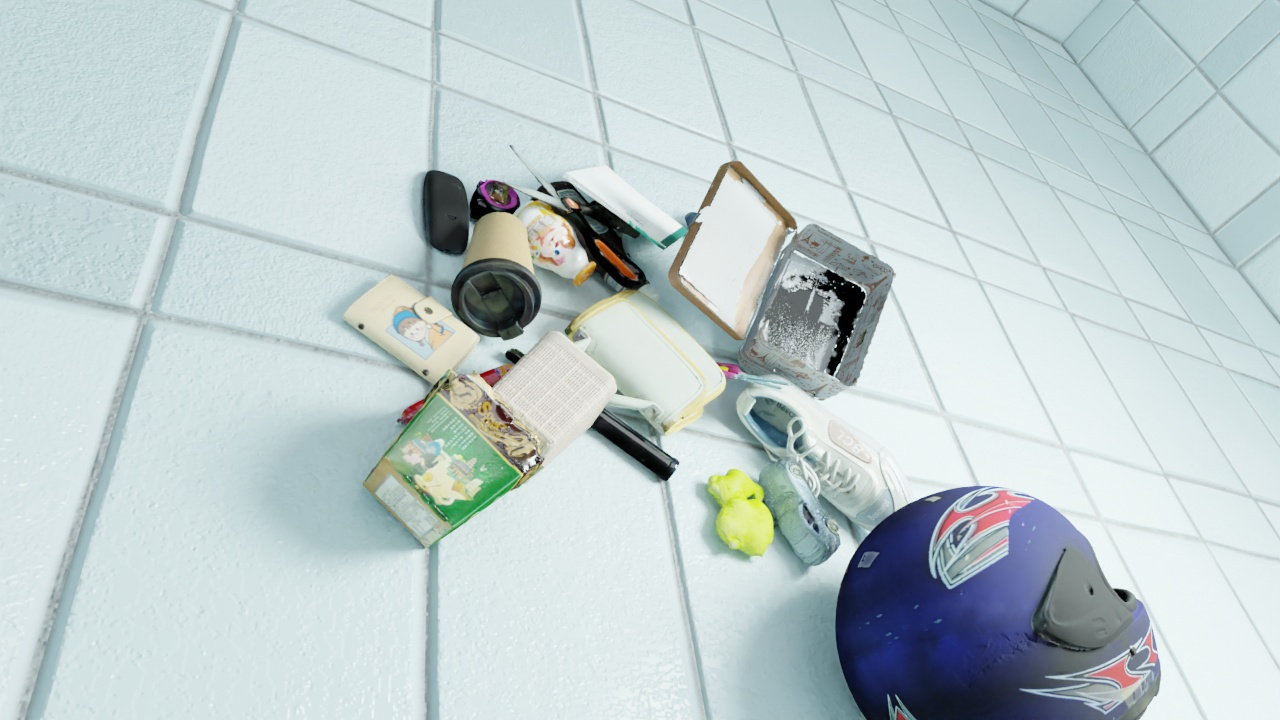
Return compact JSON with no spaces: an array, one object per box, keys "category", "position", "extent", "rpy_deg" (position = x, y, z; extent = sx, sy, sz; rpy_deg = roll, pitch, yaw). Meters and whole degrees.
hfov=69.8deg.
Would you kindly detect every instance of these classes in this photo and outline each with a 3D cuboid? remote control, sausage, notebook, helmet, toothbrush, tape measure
[{"category":"remote control","position":[-0.220,-0.176,1.046],"extent":[0.053,0.024,0.136],"rpy_deg":[12,46,-28]},{"category":"sausage","position":[-0.173,0.031,0.885],"extent":[0.020,0.020,0.155],"rpy_deg":[48,40,13]},{"category":"notebook","position":[-0.012,-0.198,1.170],"extent":[0.150,0.012,0.208],"rpy_deg":[37,17,0]},{"category":"helmet","position":[0.330,0.238,0.870],"extent":[0.314,0.248,0.240],"rpy_deg":[-14,79,-36]},{"category":"toothbrush","position":[-0.052,0.053,0.949],"extent":[0.212,0.026,0.027],"rpy_deg":[36,28,0]},{"category":"tape measure","position":[-0.170,-0.185,1.079],"extent":[0.057,0.039,0.057],"rpy_deg":[20,43,-20]}]

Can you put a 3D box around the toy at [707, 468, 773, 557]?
[{"category":"toy","position":[0.108,0.159,0.960],"extent":[0.096,0.031,0.100],"rpy_deg":[-11,59,-45]}]

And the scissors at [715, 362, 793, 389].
[{"category":"scissors","position":[0.123,0.017,1.057],"extent":[0.137,0.017,0.073],"rpy_deg":[9,17,39]}]

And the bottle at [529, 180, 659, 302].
[{"category":"bottle","position":[-0.052,-0.137,1.117],"extent":[0.195,0.044,0.079],"rpy_deg":[49,33,11]}]

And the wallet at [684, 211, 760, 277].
[{"category":"wallet","position":[0.114,-0.155,1.269],"extent":[0.090,0.033,0.115],"rpy_deg":[8,51,-32]}]

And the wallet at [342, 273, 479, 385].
[{"category":"wallet","position":[-0.223,-0.032,0.908],"extent":[0.115,0.024,0.087],"rpy_deg":[35,45,-1]}]

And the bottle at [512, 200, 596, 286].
[{"category":"bottle","position":[-0.101,-0.134,1.062],"extent":[0.108,0.063,0.063],"rpy_deg":[43,40,7]}]

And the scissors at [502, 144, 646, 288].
[{"category":"scissors","position":[-0.064,-0.169,1.069],"extent":[0.234,0.022,0.220],"rpy_deg":[51,26,15]}]

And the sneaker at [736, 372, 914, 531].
[{"category":"sneaker","position":[0.206,0.109,1.030],"extent":[0.242,0.090,0.090],"rpy_deg":[42,24,12]}]

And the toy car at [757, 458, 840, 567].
[{"category":"toy car","position":[0.166,0.162,0.981],"extent":[0.036,0.054,0.120],"rpy_deg":[-4,54,-41]}]

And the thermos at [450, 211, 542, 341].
[{"category":"thermos","position":[-0.151,-0.095,0.975],"extent":[0.093,0.093,0.143],"rpy_deg":[20,34,-20]}]

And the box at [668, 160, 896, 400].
[{"category":"box","position":[0.161,-0.093,1.080],"extent":[0.259,0.110,0.178],"rpy_deg":[28,69,-8]}]

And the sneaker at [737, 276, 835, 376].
[{"category":"sneaker","position":[0.206,-0.060,1.198],"extent":[0.118,0.088,0.240],"rpy_deg":[41,41,5]}]

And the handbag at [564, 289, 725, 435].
[{"category":"handbag","position":[-0.006,0.006,0.989],"extent":[0.163,0.063,0.178],"rpy_deg":[46,35,12]}]

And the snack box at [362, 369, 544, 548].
[{"category":"snack box","position":[-0.163,0.088,0.770],"extent":[0.118,0.118,0.105],"rpy_deg":[47,54,-3]}]

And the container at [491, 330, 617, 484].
[{"category":"container","position":[-0.097,0.047,0.874],"extent":[0.090,0.090,0.110],"rpy_deg":[40,42,3]}]
